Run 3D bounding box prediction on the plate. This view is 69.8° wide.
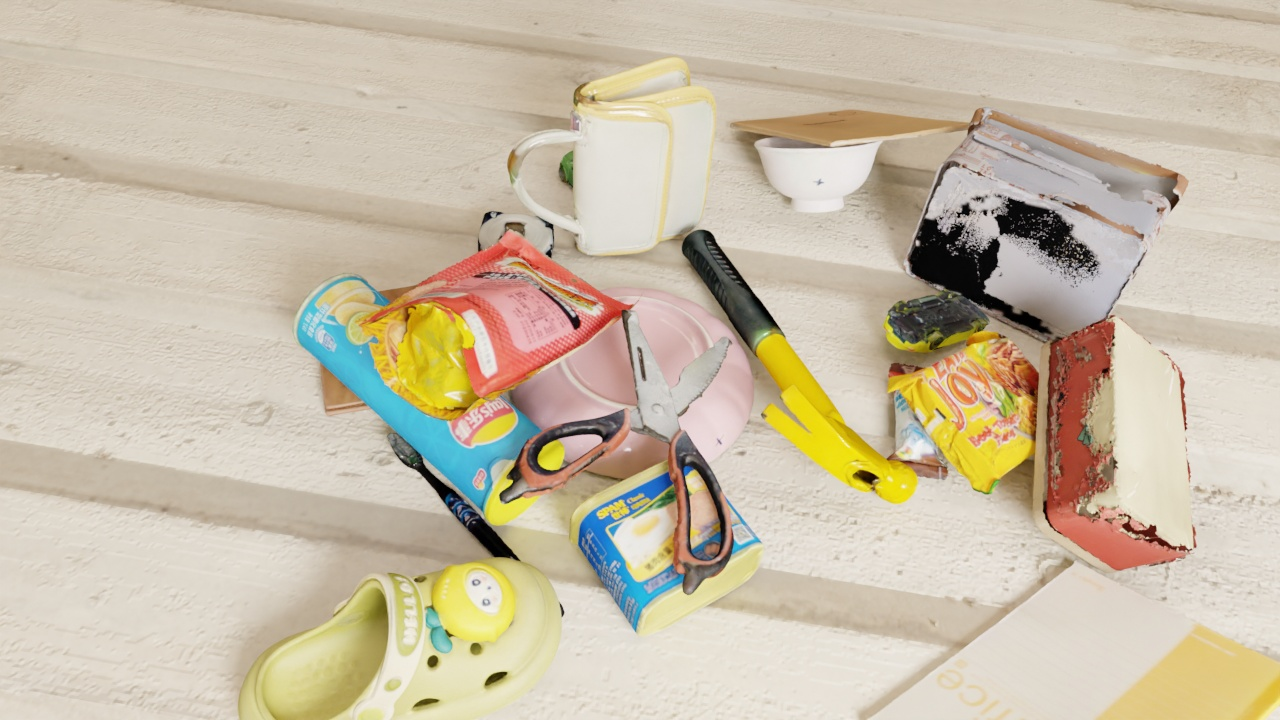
[{"bbox_3d":[-0.004,0.004,0.713,0.192,0.039,0.192,3,47,-3],"label":"plate"}]

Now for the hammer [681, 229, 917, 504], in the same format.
[{"bbox_3d":[0.101,-0.013,0.718,0.128,0.033,0.300,28,23,-39],"label":"hammer"}]

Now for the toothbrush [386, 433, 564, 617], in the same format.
[{"bbox_3d":[-0.116,0.108,0.625,0.014,0.016,0.189,-40,62,-21],"label":"toothbrush"}]

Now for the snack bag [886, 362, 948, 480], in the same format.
[{"bbox_3d":[0.212,0.046,0.705,0.048,0.026,0.104,7,47,13],"label":"snack bag"}]

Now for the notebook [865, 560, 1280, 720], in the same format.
[{"bbox_3d":[0.256,0.200,0.538,0.205,0.010,0.146,-24,28,-25],"label":"notebook"}]

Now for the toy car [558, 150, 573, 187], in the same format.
[{"bbox_3d":[-0.042,-0.175,0.878,0.043,0.036,0.091,-27,52,-25],"label":"toy car"}]

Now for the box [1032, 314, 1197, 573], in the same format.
[{"bbox_3d":[0.336,0.053,0.642,0.091,0.078,0.167,32,53,-17],"label":"box"}]

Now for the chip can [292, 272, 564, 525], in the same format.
[{"bbox_3d":[-0.153,0.023,0.648,0.210,0.071,0.071,37,55,19],"label":"chip can"}]

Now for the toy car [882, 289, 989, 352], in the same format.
[{"bbox_3d":[0.248,-0.030,0.774,0.105,0.032,0.048,-15,50,-33],"label":"toy car"}]

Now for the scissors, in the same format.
[{"bbox_3d":[0.009,0.051,0.604,0.189,0.015,0.224,42,53,21],"label":"scissors"}]

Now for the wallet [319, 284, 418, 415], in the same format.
[{"bbox_3d":[-0.202,-0.012,0.725,0.101,0.020,0.115,-11,52,-13],"label":"wallet"}]

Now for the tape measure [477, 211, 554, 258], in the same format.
[{"bbox_3d":[-0.109,-0.099,0.802,0.066,0.034,0.065,3,47,-1],"label":"tape measure"}]

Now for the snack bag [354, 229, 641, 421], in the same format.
[{"bbox_3d":[-0.093,-0.035,0.647,0.128,0.073,0.207,26,29,13],"label":"snack bag"}]

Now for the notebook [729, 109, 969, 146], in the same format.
[{"bbox_3d":[0.197,-0.229,0.899,0.147,0.008,0.207,-11,21,-17],"label":"notebook"}]

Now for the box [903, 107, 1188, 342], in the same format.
[{"bbox_3d":[0.356,-0.137,0.803,0.182,0.150,0.165,31,50,21],"label":"box"}]

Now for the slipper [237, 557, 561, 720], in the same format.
[{"bbox_3d":[-0.137,0.166,0.528,0.190,0.082,0.091,-17,54,-16],"label":"slipper"}]

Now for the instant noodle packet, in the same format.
[{"bbox_3d":[0.257,0.034,0.687,0.128,0.044,0.110,-20,62,-35],"label":"instant noodle packet"}]

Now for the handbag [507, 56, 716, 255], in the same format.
[{"bbox_3d":[-0.025,-0.156,0.775,0.178,0.164,0.063,-21,54,-21],"label":"handbag"}]

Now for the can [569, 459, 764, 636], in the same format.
[{"bbox_3d":[0.017,0.119,0.600,0.102,0.057,0.083,-23,56,-24],"label":"can"}]

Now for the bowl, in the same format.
[{"bbox_3d":[0.167,-0.176,0.867,0.118,0.065,0.118,-4,21,1],"label":"bowl"}]
